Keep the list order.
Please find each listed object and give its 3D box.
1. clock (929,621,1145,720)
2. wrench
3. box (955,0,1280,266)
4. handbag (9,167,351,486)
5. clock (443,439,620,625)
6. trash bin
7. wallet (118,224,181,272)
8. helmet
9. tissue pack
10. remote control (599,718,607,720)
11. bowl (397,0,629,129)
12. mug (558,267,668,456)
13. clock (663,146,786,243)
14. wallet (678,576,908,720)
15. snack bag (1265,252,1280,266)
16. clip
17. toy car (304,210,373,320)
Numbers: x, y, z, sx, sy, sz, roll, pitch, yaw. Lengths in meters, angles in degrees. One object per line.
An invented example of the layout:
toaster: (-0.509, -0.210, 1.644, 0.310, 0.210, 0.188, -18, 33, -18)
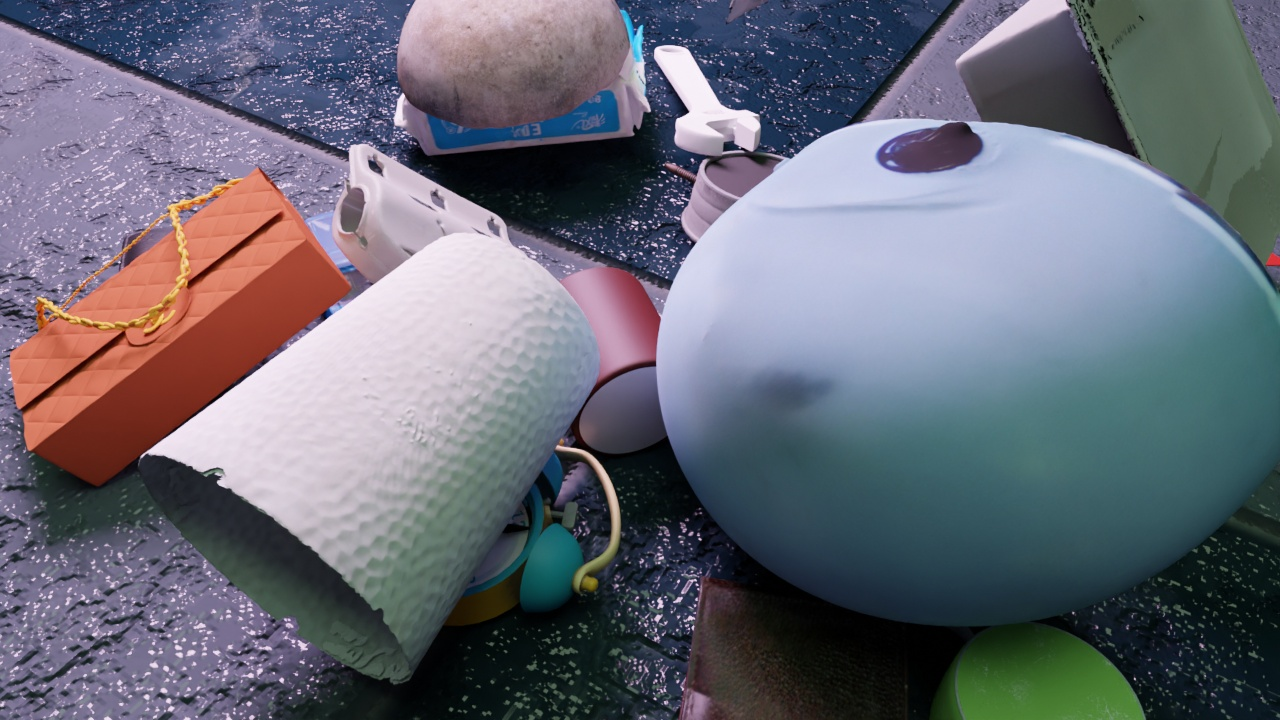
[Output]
clock: (0.167, 0.162, 0.390, 0.094, 0.043, 0.119, 10, 45, 9)
wrench: (0.044, -0.224, 0.762, 0.066, 0.018, 0.273, -2, 32, -8)
box: (0.208, -0.043, 0.536, 0.172, 0.381, 0.166, 42, 54, 12)
handbag: (-0.264, -0.031, 0.510, 0.171, 0.060, 0.109, -40, 51, -7)
clock: (-0.075, 0.084, 0.459, 0.129, 0.044, 0.099, -13, 46, -6)
trash bin: (-0.103, 0.032, 0.403, 0.133, 0.133, 0.160, 23, 53, 19)
wallet: (-0.286, -0.063, 0.607, 0.115, 0.026, 0.089, -12, 45, -16)
helmet: (0.118, 0.021, 0.399, 0.266, 0.225, 0.166, 6, 38, 44)
tissue pack: (-0.099, -0.228, 0.748, 0.209, 0.066, 0.116, -4, 49, 1)
remote control: (-0.066, 0.193, 0.369, 0.139, 0.009, 0.030, -23, 50, -24)
bowl: (-0.101, -0.256, 0.680, 0.178, 0.081, 0.178, -4, 52, 5)
mug: (-0.003, 0.003, 0.532, 0.105, 0.073, 0.082, 12, 36, -36)
clock: (0.092, -0.101, 0.645, 0.103, 0.056, 0.148, -20, 44, -34)
wallet: (0.066, 0.157, 0.402, 0.099, 0.031, 0.119, 7, 47, 7)
snack bag: (0.377, -0.111, 0.683, 0.131, 0.039, 0.143, -1, 42, -5)
clip: (-0.120, -0.052, 0.550, 0.124, 0.075, 0.144, 21, 46, -46)
toy car: (-0.187, -0.053, 0.590, 0.056, 0.044, 0.120, -19, 49, -22)
